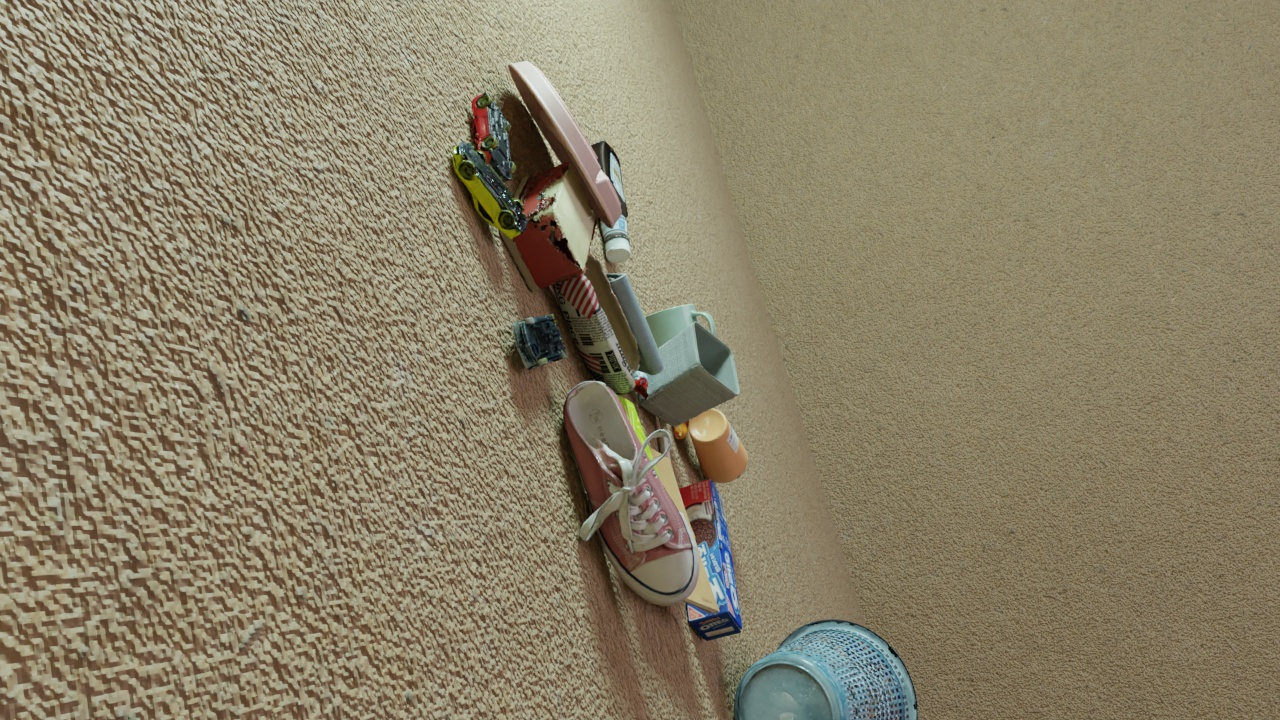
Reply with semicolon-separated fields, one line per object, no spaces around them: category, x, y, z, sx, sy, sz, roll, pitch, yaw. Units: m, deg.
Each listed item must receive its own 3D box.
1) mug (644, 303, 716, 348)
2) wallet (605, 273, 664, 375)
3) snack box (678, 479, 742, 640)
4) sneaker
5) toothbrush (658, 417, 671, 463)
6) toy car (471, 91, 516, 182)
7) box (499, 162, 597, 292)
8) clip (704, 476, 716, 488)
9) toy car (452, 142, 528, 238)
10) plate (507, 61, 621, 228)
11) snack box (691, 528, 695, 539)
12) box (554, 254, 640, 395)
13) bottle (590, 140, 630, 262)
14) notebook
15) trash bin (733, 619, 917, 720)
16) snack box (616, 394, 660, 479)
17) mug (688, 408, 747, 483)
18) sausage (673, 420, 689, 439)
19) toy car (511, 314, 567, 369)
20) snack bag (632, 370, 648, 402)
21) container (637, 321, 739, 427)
mug;0.066;-0.027;1.379;0.082;0.112;0.106;-8;81;-57
wallet;-0.025;-0.046;1.149;0.107;0.037;0.130;12;-51;63
snack box;0.088;0.258;1.207;0.207;0.058;0.057;-95;161;-44
sneaker;-0.013;0.130;0.901;0.088;0.118;0.241;102;-36;-84
toothbrush;0.027;0.081;1.295;0.016;0.018;0.191;50;28;-50
toy car;-0.157;-0.233;0.966;0.049;0.031;0.106;48;24;-55
box;-0.092;-0.156;1.019;0.168;0.078;0.091;-85;152;-60
clip;0.112;0.198;1.453;0.057;0.036;0.025;-80;150;-63
toy car;-0.152;-0.166;0.905;0.105;0.032;0.048;54;20;-18
plate;-0.088;-0.263;1.113;0.229;0.028;0.229;57;-1;1
snack box;0.036;0.220;1.124;0.152;0.025;0.075;-57;126;-73
box;-0.043;-0.039;1.056;0.087;0.075;0.162;32;-34;64
bottle;-0.045;-0.233;1.365;0.080;0.044;0.194;48;28;-56
notebook;0.022;0.181;1.062;0.149;0.012;0.211;38;27;-50
trash bin;0.230;0.463;1.222;0.195;0.227;0.226;22;49;-55
snack box;-0.013;0.107;1.020;0.085;0.026;0.156;34;30;-55
mug;0.116;0.128;1.406;0.123;0.078;0.078;63;15;-54
sausage;0.067;0.081;1.427;0.164;0.021;0.021;-74;143;-66
toy car;-0.101;-0.018;0.901;0.105;0.031;0.049;-25;95;-77
snack bag;-0.007;0.007;1.234;0.045;0.026;0.105;50;24;-51
container;0.060;0.023;1.257;0.090;0.115;0.090;36;34;-35
